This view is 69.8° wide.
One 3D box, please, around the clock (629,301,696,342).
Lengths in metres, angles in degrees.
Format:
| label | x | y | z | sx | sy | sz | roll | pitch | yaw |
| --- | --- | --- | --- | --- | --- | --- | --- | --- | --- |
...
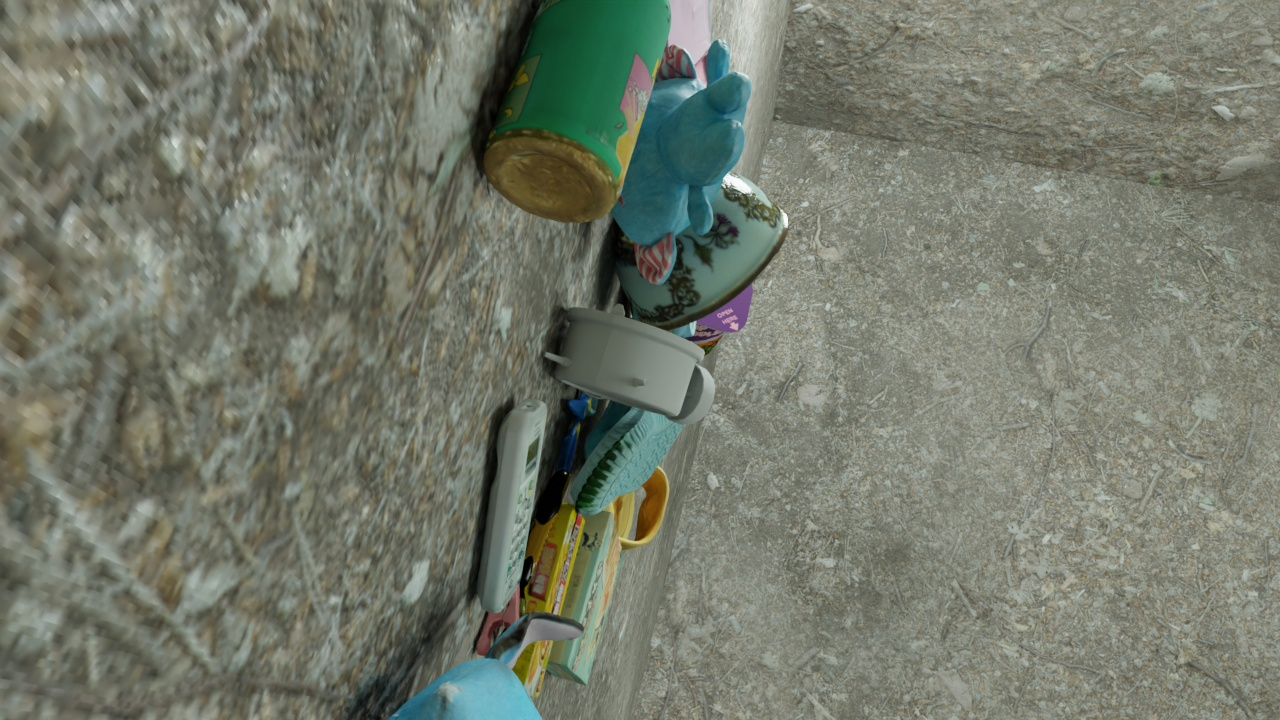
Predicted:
| label | x | y | z | sx | sy | sz | roll | pitch | yaw |
| --- | --- | --- | --- | --- | --- | --- | --- | --- | --- |
| clock | 0.024 | -0.058 | 0.934 | 0.118 | 0.060 | 0.161 | 68 | 24 | -67 |

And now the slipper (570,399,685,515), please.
| label | x | y | z | sx | sy | sz | roll | pitch | yaw |
| --- | --- | --- | --- | --- | --- | --- | --- | --- | --- |
| slipper | -0.013 | 0.068 | 0.824 | 0.116 | 0.069 | 0.275 | -62 | 169 | 12 |

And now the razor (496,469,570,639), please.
| label | x | y | z | sx | sy | sz | roll | pitch | yaw |
| --- | --- | --- | --- | --- | --- | --- | --- | --- | --- |
| razor | -0.079 | 0.144 | 0.700 | 0.044 | 0.021 | 0.143 | 121 | -10 | -52 |

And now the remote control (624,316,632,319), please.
| label | x | y | z | sx | sy | sz | roll | pitch | yaw |
| --- | --- | --- | --- | --- | --- | --- | --- | --- | --- |
| remote control | -0.023 | -0.013 | 0.898 | 0.133 | 0.013 | 0.058 | -27 | 129 | -80 |

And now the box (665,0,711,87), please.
| label | x | y | z | sx | sy | sz | roll | pitch | yaw |
| --- | --- | --- | --- | --- | --- | --- | --- | --- | --- |
| box | 0.046 | -0.287 | 0.911 | 0.232 | 0.040 | 0.179 | -64 | 148 | -60 |

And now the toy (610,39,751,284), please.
| label | x | y | z | sx | sy | sz | roll | pitch | yaw |
| --- | --- | --- | --- | --- | --- | --- | --- | --- | --- |
| toy | 0.020 | -0.151 | 0.655 | 0.181 | 0.114 | 0.183 | 172 | -74 | -75 |

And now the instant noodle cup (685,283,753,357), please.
| label | x | y | z | sx | sy | sz | roll | pitch | yaw |
| --- | --- | --- | --- | --- | --- | --- | --- | --- | --- |
| instant noodle cup | 0.071 | -0.057 | 1.163 | 0.121 | 0.136 | 0.122 | -23 | 156 | -22 |

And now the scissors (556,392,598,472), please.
| label | x | y | z | sx | sy | sz | roll | pitch | yaw |
| --- | --- | --- | --- | --- | --- | --- | --- | --- | --- |
| scissors | -0.051 | 0.044 | 0.786 | 0.126 | 0.013 | 0.125 | 73 | 31 | -84 |

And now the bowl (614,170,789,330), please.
| label | x | y | z | sx | sy | sz | roll | pitch | yaw |
| --- | --- | --- | --- | --- | --- | --- | --- | --- | --- |
| bowl | 0.036 | -0.114 | 0.798 | 0.094 | 0.160 | 0.159 | 49 | 37 | -25 |

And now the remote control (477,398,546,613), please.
| label | x | y | z | sx | sy | sz | roll | pitch | yaw |
| --- | --- | --- | --- | --- | --- | --- | --- | --- | --- |
| remote control | -0.083 | 0.091 | 0.579 | 0.050 | 0.022 | 0.133 | -48 | 149 | -74 |

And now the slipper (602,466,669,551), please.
| label | x | y | z | sx | sy | sz | roll | pitch | yaw |
| --- | --- | --- | --- | --- | --- | --- | --- | --- | --- |
| slipper | -0.013 | 0.157 | 1.000 | 0.263 | 0.078 | 0.099 | 74 | 28 | -69 |

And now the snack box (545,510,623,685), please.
| label | x | y | z | sx | sy | sz | roll | pitch | yaw |
| --- | --- | --- | --- | --- | --- | --- | --- | --- | --- |
| snack box | -0.059 | 0.236 | 0.903 | 0.194 | 0.044 | 0.141 | 86 | 19 | -66 |

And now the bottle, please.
| label | x | y | z | sx | sy | sz | roll | pitch | yaw |
| --- | --- | --- | --- | --- | --- | --- | --- | --- | --- |
| bottle | -0.019 | -0.174 | 0.472 | 0.068 | 0.068 | 0.209 | 85 | 19 | -65 |

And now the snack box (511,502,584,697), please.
| label | x | y | z | sx | sy | sz | roll | pitch | yaw |
| --- | --- | --- | --- | --- | --- | --- | --- | --- | --- |
| snack box | -0.080 | 0.195 | 0.751 | 0.075 | 0.025 | 0.152 | 80 | 23 | -70 |

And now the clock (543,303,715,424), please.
| label | x | y | z | sx | sy | sz | roll | pitch | yaw |
| --- | --- | --- | --- | --- | --- | --- | --- | --- | --- |
| clock | -0.004 | 0.004 | 0.696 | 0.159 | 0.120 | 0.061 | 35 | 72 | -70 |

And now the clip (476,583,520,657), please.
| label | x | y | z | sx | sy | sz | roll | pitch | yaw |
| --- | --- | --- | --- | --- | --- | --- | --- | --- | --- |
| clip | -0.099 | 0.179 | 0.630 | 0.023 | 0.045 | 0.059 | 96 | -25 | -53 |

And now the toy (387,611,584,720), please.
| label | x | y | z | sx | sy | sz | roll | pitch | yaw |
| --- | --- | --- | --- | --- | --- | --- | --- | --- | --- |
| toy | -0.093 | 0.232 | 0.465 | 0.223 | 0.099 | 0.192 | -69 | 174 | -64 |
